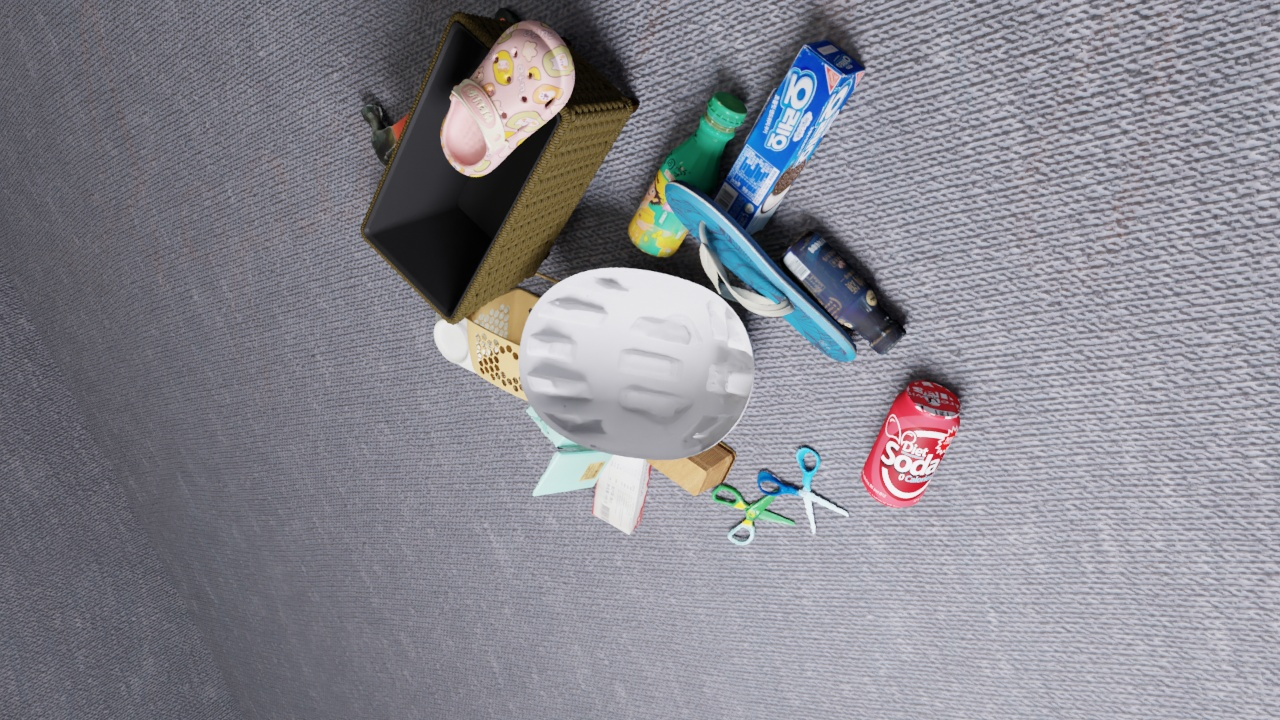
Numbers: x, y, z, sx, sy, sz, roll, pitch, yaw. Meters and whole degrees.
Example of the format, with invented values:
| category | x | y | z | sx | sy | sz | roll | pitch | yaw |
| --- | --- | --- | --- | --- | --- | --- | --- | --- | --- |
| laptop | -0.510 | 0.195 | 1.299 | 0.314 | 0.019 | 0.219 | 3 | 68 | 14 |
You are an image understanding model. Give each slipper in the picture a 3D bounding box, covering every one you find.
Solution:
| category | x | y | z | sx | sy | sz | roll | pitch | yaw |
| --- | --- | --- | --- | --- | --- | --- | --- | --- | --- |
| slipper | -0.152 | -0.257 | 0.916 | 0.198 | 0.081 | 0.093 | -34 | 89 | 39 |
| slipper | 0.124 | -0.085 | 1.038 | 0.295 | 0.060 | 0.118 | 42 | 177 | -10 |

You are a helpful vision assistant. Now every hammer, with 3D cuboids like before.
| category | x | y | z | sx | sy | sz | roll | pitch | yaw |
| --- | --- | --- | --- | --- | --- | --- | --- | --- | --- |
| hammer | -0.270 | -0.367 | 1.247 | 0.334 | 0.033 | 0.133 | -29 | 79 | 39 |

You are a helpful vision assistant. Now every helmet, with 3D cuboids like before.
| category | x | y | z | sx | sy | sz | roll | pitch | yaw |
| --- | --- | --- | --- | --- | --- | --- | --- | --- | --- |
| helmet | -0.007 | 0.006 | 1.120 | 0.184 | 0.282 | 0.224 | 155 | 120 | -81 |

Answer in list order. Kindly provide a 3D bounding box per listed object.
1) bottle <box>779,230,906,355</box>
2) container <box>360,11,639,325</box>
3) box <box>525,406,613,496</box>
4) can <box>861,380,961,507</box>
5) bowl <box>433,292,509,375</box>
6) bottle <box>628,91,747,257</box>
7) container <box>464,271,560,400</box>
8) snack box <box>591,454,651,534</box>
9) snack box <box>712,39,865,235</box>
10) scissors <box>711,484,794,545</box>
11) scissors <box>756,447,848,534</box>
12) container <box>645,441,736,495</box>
| category | x | y | z | sx | sy | sz | roll | pitch | yaw |
| --- | --- | --- | --- | --- | --- | --- | --- | --- | --- |
| bottle | 0.227 | -0.074 | 1.026 | 0.161 | 0.056 | 0.056 | 46 | 132 | 7 |
| container | -0.161 | -0.235 | 1.110 | 0.176 | 0.204 | 0.322 | 44 | 126 | 9 |
| box | -0.099 | 0.115 | 1.219 | 0.078 | 0.187 | 0.110 | 28 | 98 | 20 |
| can | 0.307 | 0.098 | 1.046 | 0.074 | 0.074 | 0.143 | 30 | 128 | 21 |
| bowl | -0.265 | -0.042 | 1.403 | 0.177 | 0.070 | 0.177 | 18 | 123 | 29 |
| bottle | 0.056 | -0.215 | 1.070 | 0.068 | 0.067 | 0.210 | 42 | 131 | 11 |
| container | -0.142 | -0.041 | 1.270 | 0.183 | 0.128 | 0.167 | 24 | 123 | 25 |
| snack box | -0.017 | 0.127 | 1.328 | 0.077 | 0.044 | 0.273 | 25 | 125 | 24 |
| snack box | 0.152 | -0.233 | 0.996 | 0.059 | 0.059 | 0.227 | 43 | 132 | 15 |
| scissors | 0.155 | 0.216 | 1.266 | 0.128 | 0.012 | 0.122 | 14 | 118 | 30 |
| scissors | 0.208 | 0.171 | 1.201 | 0.129 | 0.014 | 0.127 | -6 | 111 | 34 |
| container | 0.063 | 0.131 | 1.255 | 0.114 | 0.061 | 0.063 | 34 | 130 | 18 |
